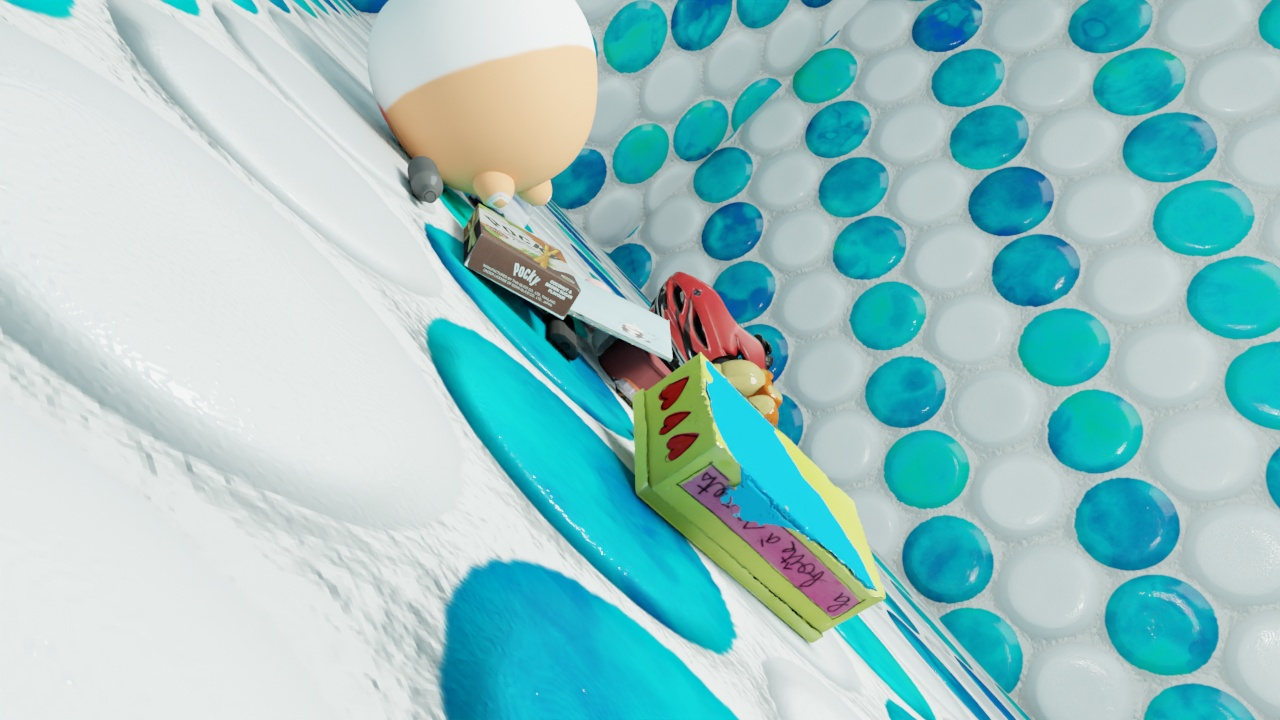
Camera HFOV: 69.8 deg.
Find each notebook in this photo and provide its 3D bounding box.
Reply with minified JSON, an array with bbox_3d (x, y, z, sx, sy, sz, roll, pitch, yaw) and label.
[{"bbox_3d":[-0.048,-0.063,1.023,0.181,0.009,0.253,25,11,-4],"label":"notebook"}]

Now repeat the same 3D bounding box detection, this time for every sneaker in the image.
[{"bbox_3d":[-0.175,-0.265,1.315,0.103,0.132,0.269,42,5,-22],"label":"sneaker"}]

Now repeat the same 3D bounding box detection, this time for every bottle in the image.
[{"bbox_3d":[-0.205,-0.170,0.878,0.030,0.030,0.113,44,6,-28],"label":"bottle"}]

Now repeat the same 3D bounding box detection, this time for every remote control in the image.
[{"bbox_3d":[-0.076,-0.028,0.910,0.033,0.015,0.146,45,5,-13],"label":"remote control"}]

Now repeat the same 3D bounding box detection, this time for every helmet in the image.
[{"bbox_3d":[0.106,-0.023,1.501,0.272,0.167,0.217,55,-6,26],"label":"helmet"}]

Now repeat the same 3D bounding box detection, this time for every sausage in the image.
[{"bbox_3d":[0.025,0.071,0.946,0.155,0.020,0.020,46,5,2],"label":"sausage"}]

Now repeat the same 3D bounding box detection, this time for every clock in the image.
[{"bbox_3d":[-0.006,0.006,1.028,0.137,0.048,0.096,50,6,37],"label":"clock"}]

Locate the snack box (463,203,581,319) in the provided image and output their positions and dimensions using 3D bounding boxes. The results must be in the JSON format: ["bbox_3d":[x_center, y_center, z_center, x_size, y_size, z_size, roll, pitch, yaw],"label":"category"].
[{"bbox_3d":[-0.119,-0.100,0.889,0.101,0.032,0.186,29,10,-18],"label":"snack box"}]

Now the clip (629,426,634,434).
[{"bbox_3d":[0.048,0.108,0.820,0.103,0.027,0.120,37,10,-48],"label":"clip"}]

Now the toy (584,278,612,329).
[{"bbox_3d":[-0.047,-0.057,1.208,0.105,0.053,0.108,56,1,-21],"label":"toy"}]

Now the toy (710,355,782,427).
[{"bbox_3d":[0.094,0.047,0.981,0.176,0.112,0.096,-59,136,-81],"label":"toy"}]

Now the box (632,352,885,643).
[{"bbox_3d":[0.089,0.108,0.718,0.221,0.080,0.124,41,23,-28],"label":"box"}]

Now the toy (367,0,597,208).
[{"bbox_3d":[-0.178,-0.316,1.068,0.262,0.266,0.281,-32,107,-70],"label":"toy"}]
